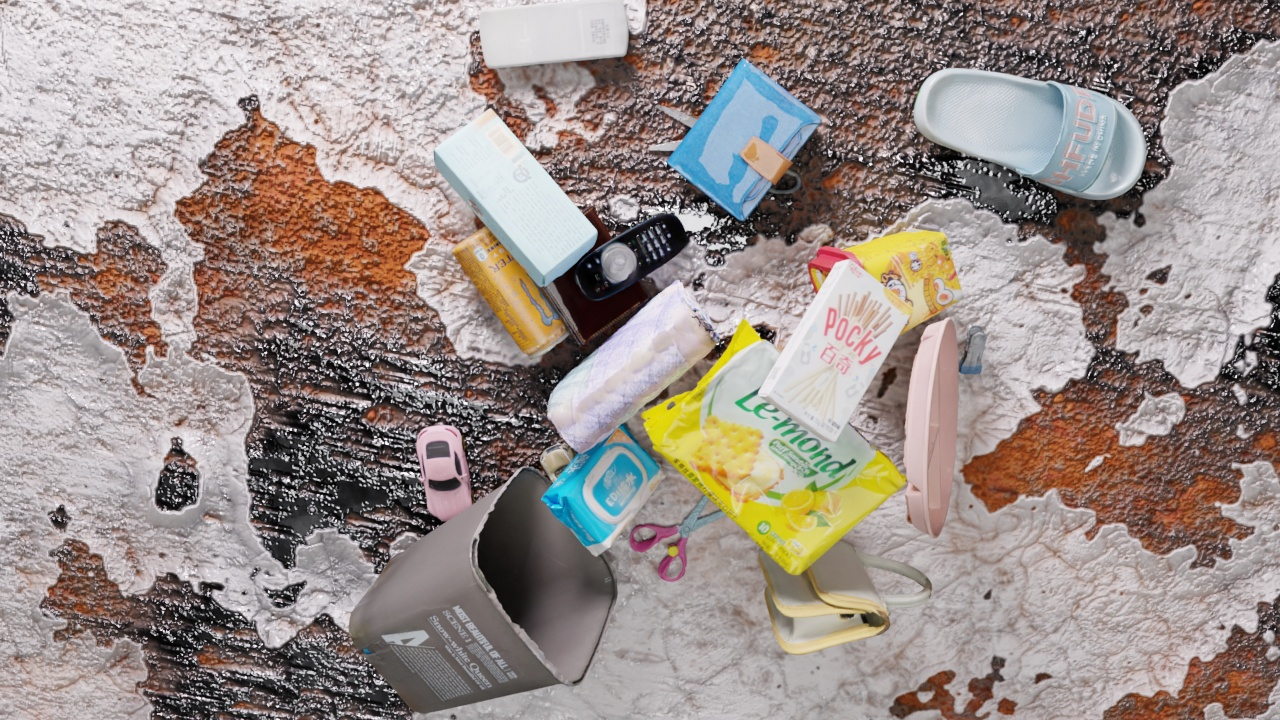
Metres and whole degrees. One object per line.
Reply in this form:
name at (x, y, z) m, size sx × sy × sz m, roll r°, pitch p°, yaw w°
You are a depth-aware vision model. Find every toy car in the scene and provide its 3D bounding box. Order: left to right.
toy car at (-0.227, 0.133, 1.065) m, size 0.056 × 0.037 × 0.122 m, roll -6°, pitch 108°, yaw 3°
toy car at (-0.083, 0.140, 1.068) m, size 0.042 × 0.035 × 0.090 m, roll -27°, pitch 103°, yaw 7°

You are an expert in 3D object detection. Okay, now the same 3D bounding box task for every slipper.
slipper at (0.402, -0.236, 0.933) m, size 0.245 × 0.074 × 0.104 m, roll 15°, pitch 105°, yaw -3°

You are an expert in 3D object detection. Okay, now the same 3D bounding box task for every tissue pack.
tissue pack at (-0.039, 0.140, 1.025) m, size 0.090 × 0.139 × 0.063 m, roll 49°, pitch 145°, yaw -13°

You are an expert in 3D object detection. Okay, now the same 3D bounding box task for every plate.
plate at (0.305, 0.070, 0.959) m, size 0.028 × 0.228 × 0.230 m, roll 3°, pitch 108°, yaw 26°

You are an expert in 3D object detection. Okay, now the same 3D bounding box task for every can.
can at (-0.139, -0.075, 0.990) m, size 0.058 × 0.058 × 0.146 m, roll -32°, pitch 104°, yaw 9°

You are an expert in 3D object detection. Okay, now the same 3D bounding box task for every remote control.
remote control at (-0.087, -0.332, 0.932) m, size 0.150 × 0.021 × 0.058 m, roll -4°, pitch 106°, yaw 2°
remote control at (-0.011, -0.111, 0.983) m, size 0.136 × 0.024 × 0.053 m, roll -32°, pitch 106°, yaw -16°

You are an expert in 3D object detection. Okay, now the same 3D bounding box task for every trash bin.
trash bin at (-0.177, 0.267, 1.015) m, size 0.220 × 0.198 × 0.199 m, roll -28°, pitch 105°, yaw 24°

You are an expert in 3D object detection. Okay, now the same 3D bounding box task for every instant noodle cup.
instant noodle cup at (0.259, -0.079, 0.967) m, size 0.123 × 0.116 × 0.116 m, roll -23°, pitch 105°, yaw -6°

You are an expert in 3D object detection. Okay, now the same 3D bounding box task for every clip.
clip at (0.375, -0.010, 1.030) m, size 0.024 × 0.029 × 0.057 m, roll 4°, pitch 114°, yaw 1°

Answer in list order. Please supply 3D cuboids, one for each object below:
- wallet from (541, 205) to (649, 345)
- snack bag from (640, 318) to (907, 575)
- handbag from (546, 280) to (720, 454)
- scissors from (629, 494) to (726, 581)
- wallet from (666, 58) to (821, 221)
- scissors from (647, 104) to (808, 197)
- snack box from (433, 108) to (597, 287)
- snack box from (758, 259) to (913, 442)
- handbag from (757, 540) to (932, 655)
wallet at (-0.059, -0.092, 0.991) m, size 0.096 × 0.020 × 0.122 m, roll -36°, pitch 104°, yaw -11°
snack bag at (0.136, 0.093, 0.935) m, size 0.246 × 0.068 × 0.158 m, roll 44°, pitch 102°, yaw -11°
handbag at (-0.006, 0.006, 0.975) m, size 0.194 × 0.134 × 0.075 m, roll -41°, pitch 101°, yaw 12°
scissors at (0.045, 0.198, 1.096) m, size 0.105 × 0.017 × 0.136 m, roll 30°, pitch 100°, yaw -3°
wallet at (0.106, -0.225, 0.945) m, size 0.106 × 0.040 × 0.133 m, roll 38°, pitch 106°, yaw -2°
scissors at (0.103, -0.231, 0.969) m, size 0.174 × 0.014 × 0.159 m, roll -33°, pitch 101°, yaw 12°
snack box at (-0.128, -0.165, 0.937) m, size 0.074 × 0.052 × 0.175 m, roll -41°, pitch 89°, yaw -14°
snack box at (0.187, -0.009, 0.876) m, size 0.084 × 0.027 × 0.156 m, roll 34°, pitch 82°, yaw -13°
handbag at (0.229, 0.249, 1.033) m, size 0.179 × 0.163 × 0.063 m, roll -12°, pitch 105°, yaw 2°
